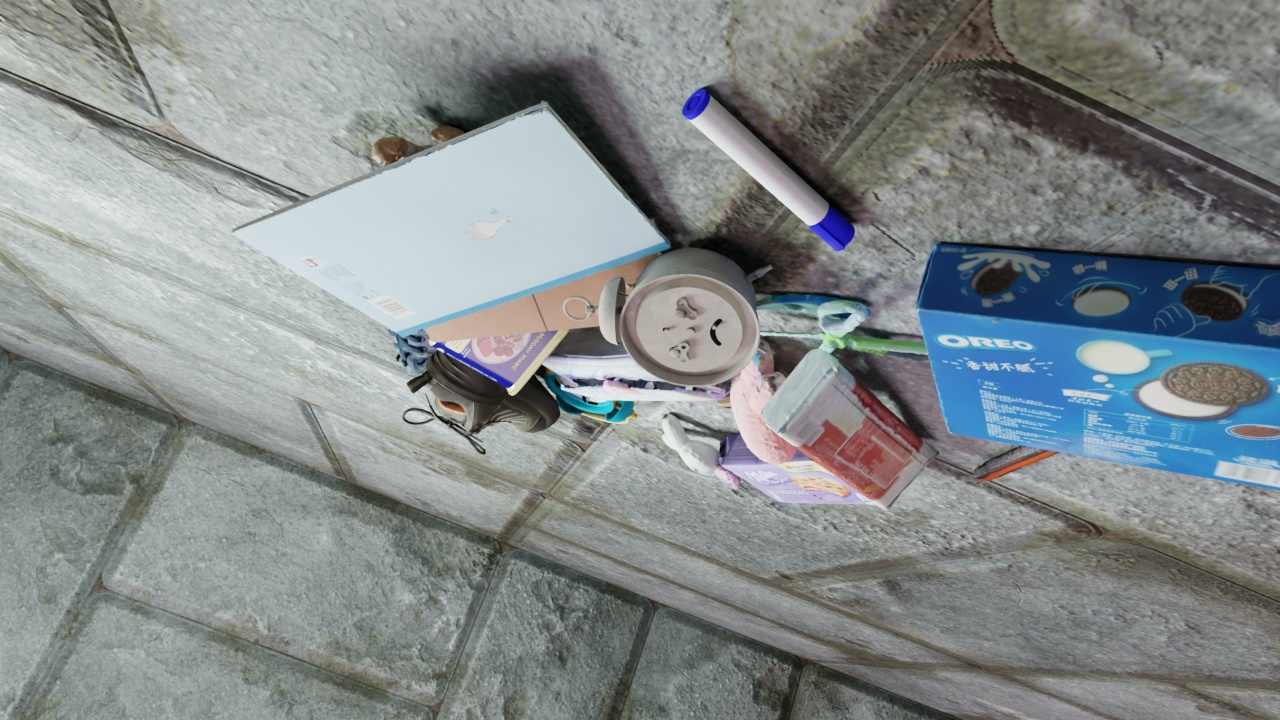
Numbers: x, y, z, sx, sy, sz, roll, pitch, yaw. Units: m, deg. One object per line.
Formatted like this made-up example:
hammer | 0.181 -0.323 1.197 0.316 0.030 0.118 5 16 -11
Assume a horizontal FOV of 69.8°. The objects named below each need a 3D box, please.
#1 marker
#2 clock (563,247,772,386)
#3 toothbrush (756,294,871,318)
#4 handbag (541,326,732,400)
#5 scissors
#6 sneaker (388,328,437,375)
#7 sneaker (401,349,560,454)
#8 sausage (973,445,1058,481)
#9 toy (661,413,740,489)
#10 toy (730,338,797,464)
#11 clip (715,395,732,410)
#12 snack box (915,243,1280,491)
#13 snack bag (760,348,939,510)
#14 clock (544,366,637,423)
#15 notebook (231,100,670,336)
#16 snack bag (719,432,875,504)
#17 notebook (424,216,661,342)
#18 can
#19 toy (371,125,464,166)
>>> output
marker | 0.080 -0.112 0.555 0.141 0.020 0.020 33 157 -31
clock | 0.019 -0.039 0.702 0.157 0.061 0.103 4 129 8
toothbrush | 0.112 -0.043 0.712 0.135 0.017 0.022 4 153 29
handbag | -0.005 0.005 0.877 0.159 0.069 0.126 1 154 37
scissors | 0.152 -0.019 0.717 0.172 0.023 0.172 5 170 20
sneaker | -0.245 -0.031 0.992 0.087 0.079 0.236 14 159 17
sneaker | -0.178 0.053 1.011 0.101 0.143 0.238 46 173 27
sausage | 0.339 0.089 0.828 0.020 0.020 0.155 20 160 0
toy | 0.069 0.112 1.082 0.122 0.038 0.079 37 174 24
toy | 0.110 0.034 0.814 0.053 0.108 0.105 -13 142 -4
clip | 0.105 0.038 0.915 0.059 0.026 0.052 22 158 -6
snack box | 0.311 0.008 0.591 0.239 0.056 0.195 10 157 29
snack bag | 0.188 0.066 0.805 0.225 0.077 0.041 34 -172 -48
clock | -0.060 0.034 1.040 0.099 0.043 0.130 9 150 29
notebook | -0.129 -0.087 0.656 0.254 0.009 0.181 -15 151 22
snack bag | 0.172 0.109 0.988 0.096 0.058 0.206 33 160 -20
notebook | -0.085 -0.060 0.737 0.209 0.008 0.141 -6 153 4
can | -0.125 -0.037 0.833 0.092 0.056 0.116 31 119 -21
toy | -0.159 -0.119 0.675 0.085 0.074 0.106 -14 161 -9
